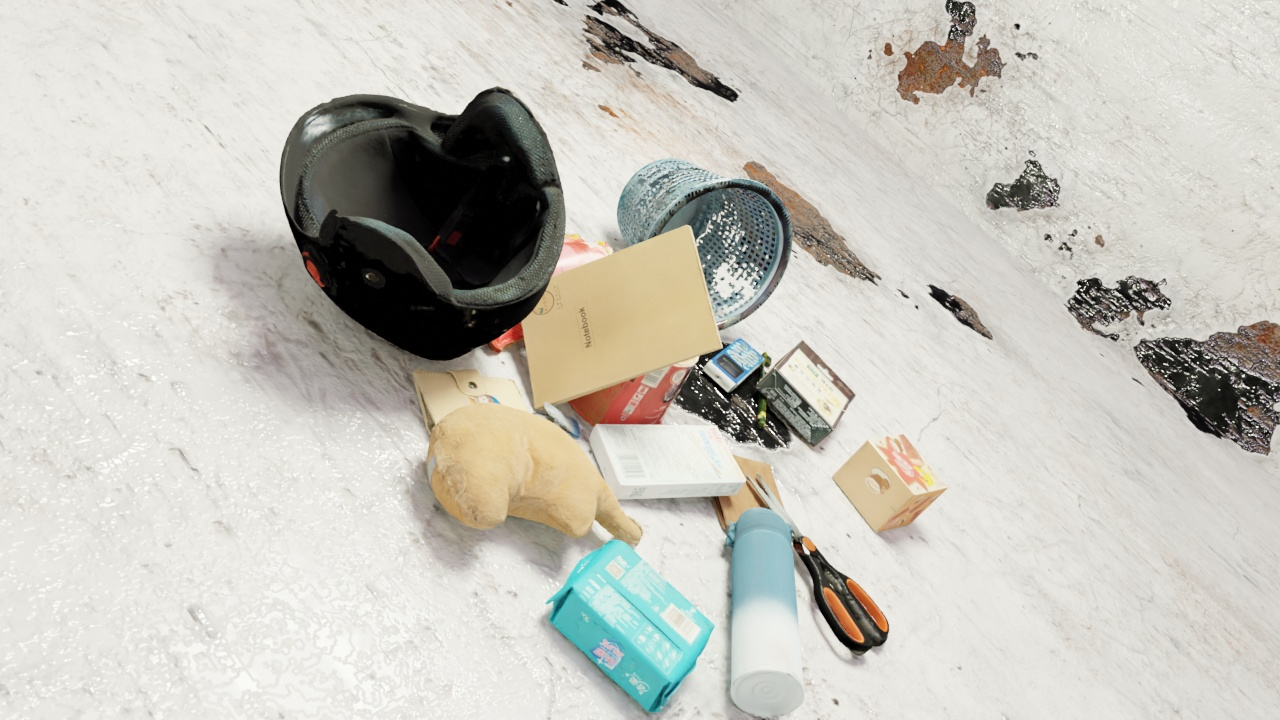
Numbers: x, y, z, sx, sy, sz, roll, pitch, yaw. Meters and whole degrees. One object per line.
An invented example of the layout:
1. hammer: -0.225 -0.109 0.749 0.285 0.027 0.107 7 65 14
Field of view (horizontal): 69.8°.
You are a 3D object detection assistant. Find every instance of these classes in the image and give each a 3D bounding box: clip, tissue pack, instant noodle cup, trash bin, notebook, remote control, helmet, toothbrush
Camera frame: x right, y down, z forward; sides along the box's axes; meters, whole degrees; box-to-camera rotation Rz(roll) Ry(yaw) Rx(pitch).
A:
1. clip: -0.085 0.062 0.953 0.056 0.026 0.024 27 34 -33
2. tissue pack: -0.009 0.220 0.776 0.133 0.050 0.093 41 32 10
3. instant noodle cup: -0.006 0.006 1.022 0.138 0.109 0.137 26 31 -18
4. trash bin: 0.068 -0.181 1.287 0.226 0.227 0.195 15 24 -32
5. notebook: -0.028 -0.045 0.961 0.008 0.208 0.147 43 32 -61
6. remote control: 0.127 0.006 1.244 0.049 0.024 0.124 42 29 9
7. helmet: -0.210 -0.129 0.889 0.275 0.231 0.232 33 54 6
8. toothbrush: 0.169 0.039 1.253 0.017 0.012 0.185 41 28 -14

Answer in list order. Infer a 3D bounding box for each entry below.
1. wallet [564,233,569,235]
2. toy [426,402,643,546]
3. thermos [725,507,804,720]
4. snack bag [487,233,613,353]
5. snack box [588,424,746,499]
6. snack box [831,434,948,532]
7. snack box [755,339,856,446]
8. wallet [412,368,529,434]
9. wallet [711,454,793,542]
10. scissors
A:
1. wallet: -0.120 -0.133 1.181 0.107 0.031 0.131 22 32 -26
2. toy: -0.087 0.107 0.835 0.225 0.083 0.143 18 38 -35
3. thermos: 0.117 0.231 0.879 0.070 0.070 0.220 29 30 -13
4. snack bag: -0.122 -0.088 1.064 0.207 0.073 0.128 -22 73 -39
5. snack box: 0.029 0.106 0.976 0.156 0.027 0.084 4 42 -31
6. snack box: 0.320 0.156 1.177 0.094 0.077 0.092 0 46 -46
7. snack box: 0.228 0.043 1.255 0.113 0.053 0.125 47 28 4
8. wallet: -0.163 0.041 0.899 0.115 0.024 0.087 6 40 -40
9. wallet: 0.120 0.152 1.037 0.101 0.020 0.115 18 37 -29
10. scissors: 0.194 0.219 1.010 0.161 0.022 0.233 23 32 -34
